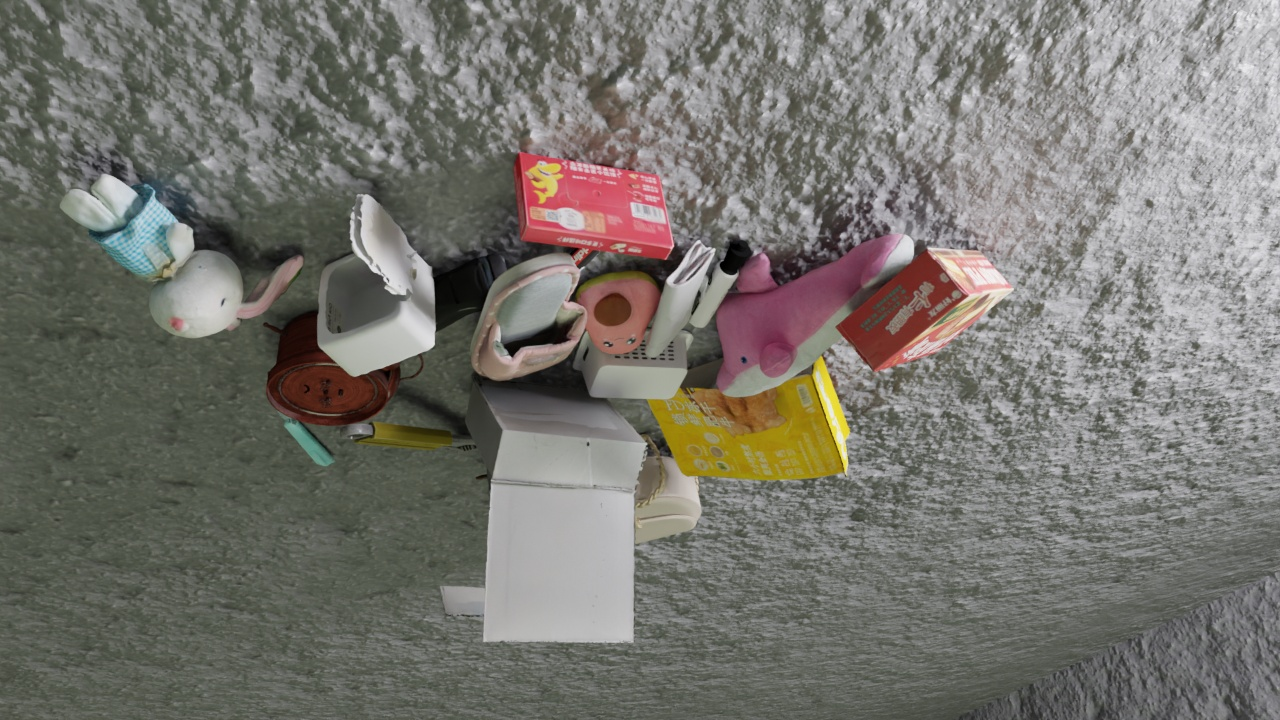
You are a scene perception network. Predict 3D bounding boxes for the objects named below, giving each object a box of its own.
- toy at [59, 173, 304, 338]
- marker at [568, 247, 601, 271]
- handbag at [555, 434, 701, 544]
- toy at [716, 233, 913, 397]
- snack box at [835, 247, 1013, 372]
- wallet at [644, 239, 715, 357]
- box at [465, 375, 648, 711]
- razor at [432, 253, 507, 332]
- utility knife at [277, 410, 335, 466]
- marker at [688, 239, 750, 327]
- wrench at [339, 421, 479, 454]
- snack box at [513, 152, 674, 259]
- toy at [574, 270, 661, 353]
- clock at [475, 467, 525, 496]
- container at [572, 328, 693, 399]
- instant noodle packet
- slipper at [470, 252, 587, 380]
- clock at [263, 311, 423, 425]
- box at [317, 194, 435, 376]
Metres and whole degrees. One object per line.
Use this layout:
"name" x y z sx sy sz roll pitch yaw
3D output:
"toy" -0.390 -0.079 0.777 0.131 0.105 0.205 -22 146 12
"marker" -0.047 -0.110 0.887 0.021 0.023 0.145 12 141 -41
"handbag" -0.024 0.198 1.297 0.211 0.103 0.208 -16 154 9
"toy" 0.159 -0.060 0.960 0.266 0.128 0.186 -38 180 33
"snack box" 0.292 -0.054 0.922 0.113 0.060 0.235 -44 163 27
"wallet" 0.041 -0.060 0.934 0.032 0.086 0.116 31 146 8
"box" -0.086 0.166 0.973 0.166 0.368 0.151 8 145 -24
"razor" -0.187 -0.060 0.908 0.141 0.053 0.063 -20 171 23
"utility knife" -0.404 0.093 1.103 0.022 0.015 0.129 -15 144 0
"marker" 0.082 -0.081 0.963 0.025 0.025 0.126 4 144 -20
"wrench" -0.243 0.092 1.073 0.084 0.018 0.273 -16 164 24
"snack box" -0.041 -0.134 0.795 0.132 0.089 0.021 5 144 -21
"toy" -0.022 -0.049 0.959 0.090 0.051 0.110 -10 146 -4
"clock" -0.143 0.138 1.178 0.103 0.056 0.148 -4 158 -35
"container" -0.006 0.006 1.045 0.129 0.049 0.081 2 144 -18
"instant noodle packet" 0.128 0.073 1.121 0.222 0.084 0.163 -9 127 24
"slipper" -0.108 -0.026 0.905 0.114 0.054 0.275 -22 166 -17
"clock" -0.305 0.008 0.951 0.157 0.072 0.121 3 144 -17
"box" -0.246 -0.074 0.815 0.124 0.108 0.137 -19 146 12
